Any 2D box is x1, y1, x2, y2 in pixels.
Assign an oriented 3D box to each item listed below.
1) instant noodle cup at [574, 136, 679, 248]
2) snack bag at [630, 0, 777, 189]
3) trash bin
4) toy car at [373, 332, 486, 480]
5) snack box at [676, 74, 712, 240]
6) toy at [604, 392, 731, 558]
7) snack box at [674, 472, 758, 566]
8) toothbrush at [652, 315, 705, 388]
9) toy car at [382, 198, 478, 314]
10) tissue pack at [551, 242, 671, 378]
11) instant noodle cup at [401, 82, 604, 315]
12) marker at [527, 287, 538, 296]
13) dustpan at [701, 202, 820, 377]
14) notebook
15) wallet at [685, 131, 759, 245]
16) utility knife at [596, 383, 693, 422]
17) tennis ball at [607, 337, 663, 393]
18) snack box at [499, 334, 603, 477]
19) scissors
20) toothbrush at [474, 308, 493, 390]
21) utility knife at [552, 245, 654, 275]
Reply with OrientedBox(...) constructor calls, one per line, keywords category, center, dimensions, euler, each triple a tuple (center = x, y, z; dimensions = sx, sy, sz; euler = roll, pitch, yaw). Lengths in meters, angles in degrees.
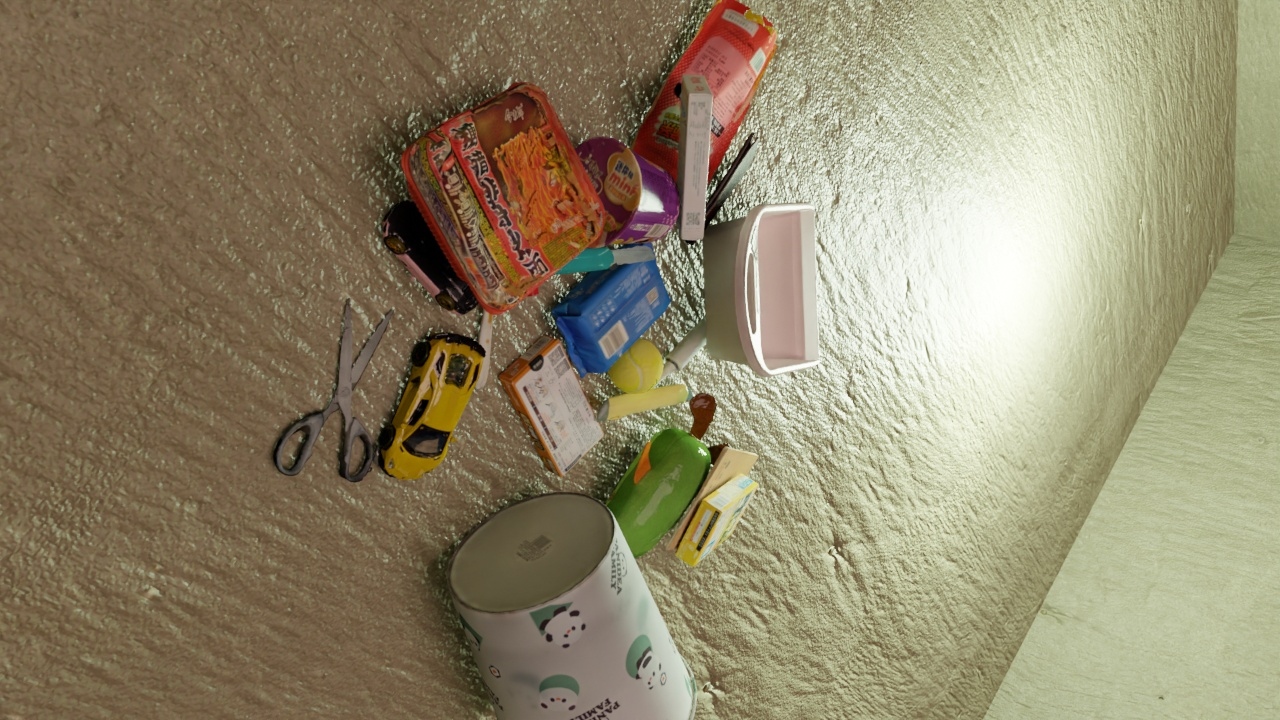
OrientedBox(category="instant noodle cup", center=(-0.018, -0.170, 0.959), dimensions=(0.099, 0.112, 0.111), euler=(-3, 107, -56))
OrientedBox(category="snack bag", center=(0.075, -0.296, 1.037), dimensions=(0.128, 0.073, 0.208), euler=(27, 93, -42))
OrientedBox(category="trash bin", center=(-0.080, 0.297, 0.994), dimensions=(0.228, 0.230, 0.252), euler=(-37, 123, -31))
OrientedBox(category="toy car", center=(-0.202, 0.046, 0.892), dimensions=(0.071, 0.041, 0.156), euler=(26, 87, -48))
OrientedBox(category="snack box", center=(0.055, -0.217, 0.982), dimensions=(0.027, 0.084, 0.157), euler=(1, 121, -3))
OrientedBox(category="toy", center=(0.022, 0.158, 1.134), dimensions=(0.246, 0.090, 0.227), euler=(-46, 148, -23))
OrientedBox(category="snack box", center=(0.100, 0.204, 1.185), dimensions=(0.140, 0.034, 0.087), euler=(-15, 133, -61))
OrientedBox(category="toothbrush", center=(0.058, -0.014, 1.153), dimensions=(0.027, 0.026, 0.220), euler=(47, 65, -7))
OrientedBox(category="toy car", center=(-0.191, -0.095, 0.852), dimensions=(0.122, 0.037, 0.056), euler=(52, 59, -31))
OrientedBox(category="tissue pack", center=(-0.031, -0.061, 1.021), dimensions=(0.156, 0.052, 0.095), euler=(-46, 135, -25))
OrientedBox(category="instant noodle cup", center=(-0.129, -0.148, 0.835), dimensions=(0.188, 0.079, 0.164), euler=(-44, 117, -39))
OrientedBox(category="marker", center=(-0.118, -0.135, 0.926), dimensions=(0.017, 0.017, 0.145), euler=(-25, 122, -39))
OrientedBox(category="dustpan", center=(0.179, -0.084, 1.132), dimensions=(0.272, 0.139, 0.222), euler=(-10, 98, -35))
OrientedBox(category="notebook", center=(0.098, 0.183, 1.211), dimensions=(0.148, 0.008, 0.207), euler=(-59, 161, 2))
OrientedBox(category="wallet", center=(0.097, -0.201, 1.087), dimensions=(0.122, 0.020, 0.096), euler=(-57, 177, -16))
OrientedBox(category="utility knife", center=(0.010, 0.050, 1.100), dimensions=(0.164, 0.018, 0.031), euler=(-6, 110, -39))
OrientedBox(category="tennis ball", center=(-0.006, 0.006, 1.063), dimensions=(0.065, 0.065, 0.065), euler=(-20, 119, -41))
OrientedBox(category="snack box", center=(-0.096, 0.053, 1.017), dimensions=(0.075, 0.026, 0.154), euler=(-44, 133, -26))
OrientedBox(category="scissors", center=(-0.271, 0.036, 0.835), dimensions=(0.174, 0.014, 0.159), euler=(-41, 130, -30))
OrientedBox(category="toothbrush", center=(-0.155, -0.061, 0.920), dimensions=(0.016, 0.018, 0.191), euler=(-6, 112, -41))
OrientedBox(category="utility knife", center=(-0.070, -0.101, 0.946), dimensions=(0.205, 0.013, 0.029), euler=(-9, 107, -32))
